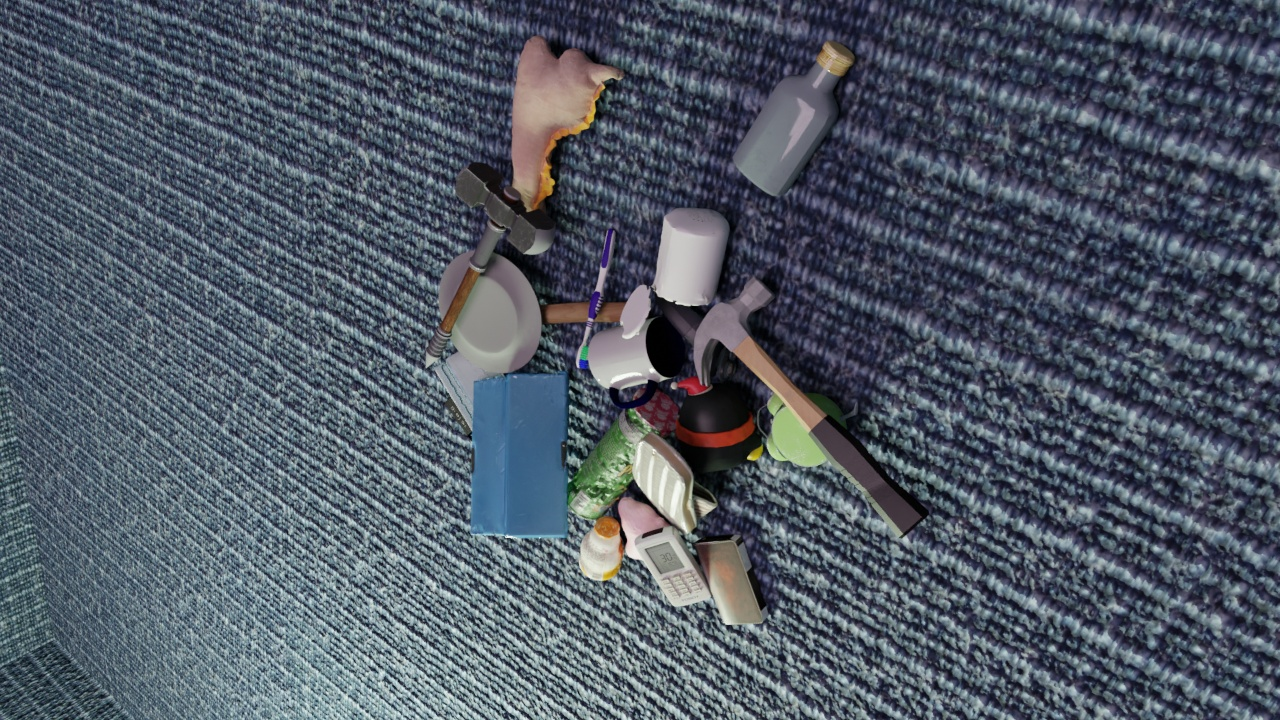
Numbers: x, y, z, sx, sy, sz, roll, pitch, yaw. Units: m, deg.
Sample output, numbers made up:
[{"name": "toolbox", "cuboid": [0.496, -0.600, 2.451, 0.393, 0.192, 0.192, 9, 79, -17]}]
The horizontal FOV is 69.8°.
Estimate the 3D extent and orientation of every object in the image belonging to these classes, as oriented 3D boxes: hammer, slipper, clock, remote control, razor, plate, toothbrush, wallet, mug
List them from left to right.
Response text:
[{"name": "hammer", "cuboid": [-0.237, -0.102, 1.252, 0.156, 0.042, 0.323, 42, 124, 11]}, {"name": "remote control", "cuboid": [-0.257, 0.117, 1.453, 0.150, 0.013, 0.035, 53, 130, 7]}, {"name": "plate", "cuboid": [-0.215, -0.066, 1.284, 0.179, 0.012, 0.178, 11, 113, 26]}, {"name": "hammer", "cuboid": [-0.129, -0.064, 1.267, 0.329, 0.052, 0.098, -1, 108, 34]}, {"name": "toothbrush", "cuboid": [-0.056, -0.079, 1.189, 0.016, 0.015, 0.187, 18, 100, 22]}, {"name": "mug", "cuboid": [-0.007, 0.007, 1.165, 0.097, 0.078, 0.111, -12, 64, 39]}, {"name": "remote control", "cuboid": [0.046, 0.281, 1.248, 0.060, 0.025, 0.138, -20, 120, 17]}, {"name": "slipper", "cuboid": [0.044, 0.152, 1.151, 0.115, 0.052, 0.263, 43, 164, 19]}, {"name": "razor", "cuboid": [0.067, -0.035, 1.133, 0.052, 0.047, 0.143, -46, 74, 14]}, {"name": "wallet", "cuboid": [0.122, 0.296, 1.238, 0.072, 0.019, 0.123, -14, 99, 40]}, {"name": "clock", "cuboid": [0.192, 0.079, 1.083, 0.119, 0.042, 0.094, 10, 113, 34]}, {"name": "hammer", "cuboid": [0.189, 0.060, 1.026, 0.131, 0.039, 0.328, -46, 72, 12]}]

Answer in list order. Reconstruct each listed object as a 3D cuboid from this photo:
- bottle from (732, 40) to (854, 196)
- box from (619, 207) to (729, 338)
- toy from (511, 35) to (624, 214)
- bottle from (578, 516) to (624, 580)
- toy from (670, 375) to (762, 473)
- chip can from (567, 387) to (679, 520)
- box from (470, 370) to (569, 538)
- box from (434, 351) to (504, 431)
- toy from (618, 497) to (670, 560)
[{"name": "bottle", "cuboid": [0.165, -0.256, 0.963, 0.072, 0.046, 0.162, 44, 128, 14]}, {"name": "box", "cuboid": [0.037, -0.100, 1.087, 0.084, 0.118, 0.160, -121, 33, -55]}, {"name": "toy", "cuboid": [-0.112, -0.265, 1.157, 0.196, 0.065, 0.265, 28, 124, 31]}, {"name": "bottle", "cuboid": [-0.054, 0.268, 1.318, 0.063, 0.063, 0.109, 36, 141, 21]}, {"name": "toy", "cuboid": [0.091, 0.074, 1.119, 0.098, 0.099, 0.119, 10, 115, 35]}, {"name": "chip can", "cuboid": [-0.029, 0.133, 1.251, 0.075, 0.075, 0.224, 46, 130, 13]}, {"name": "box", "cuboid": [-0.179, 0.134, 1.292, 0.173, 0.066, 0.231, -5, 81, 21]}, {"name": "box", "cuboid": [-0.220, 0.069, 1.387, 0.096, 0.085, 0.199, -34, 87, 10]}, {"name": "toy", "cuboid": [0.012, 0.240, 1.277, 0.093, 0.050, 0.102, 4, 120, 33]}]
